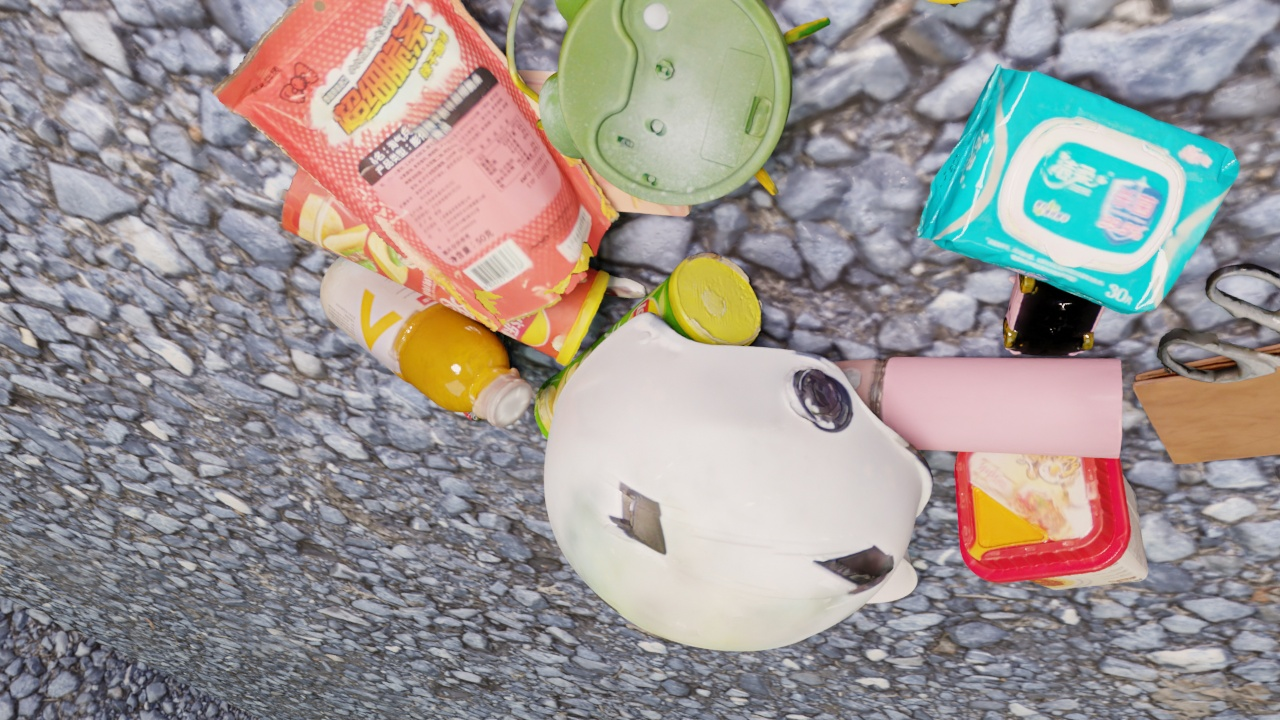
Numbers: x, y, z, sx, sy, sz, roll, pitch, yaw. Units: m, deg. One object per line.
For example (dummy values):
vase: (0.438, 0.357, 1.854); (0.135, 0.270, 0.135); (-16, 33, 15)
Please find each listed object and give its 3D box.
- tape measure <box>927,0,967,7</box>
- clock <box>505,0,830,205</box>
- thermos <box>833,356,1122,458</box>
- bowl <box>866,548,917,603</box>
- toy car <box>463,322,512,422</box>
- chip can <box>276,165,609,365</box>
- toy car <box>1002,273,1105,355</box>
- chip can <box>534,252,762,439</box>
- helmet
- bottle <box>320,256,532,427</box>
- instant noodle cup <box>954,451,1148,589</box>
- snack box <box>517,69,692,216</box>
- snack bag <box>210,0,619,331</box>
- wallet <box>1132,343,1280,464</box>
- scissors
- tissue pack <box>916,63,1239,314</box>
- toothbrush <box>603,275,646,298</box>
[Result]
tape measure: (0.141, -0.188, 0.410); (0.057, 0.028, 0.060); (-14, 133, 36)
clock: (0.005, -0.148, 0.469); (0.161, 0.056, 0.116); (19, 121, 7)
thermos: (0.216, 0.038, 0.625); (0.199, 0.087, 0.067); (0, 145, 22)
bowl: (0.187, 0.161, 0.816); (0.118, 0.064, 0.118); (11, 143, 9)
toy car: (-0.131, -0.001, 0.747); (0.045, 0.052, 0.121); (33, 143, 23)
chip can: (-0.131, -0.073, 0.625); (0.216, 0.073, 0.073); (26, 143, -4)
toy car: (0.252, -0.040, 0.555); (0.056, 0.037, 0.122); (4, 154, 15)
chip can: (-0.004, 0.004, 0.684); (0.072, 0.072, 0.222); (31, 141, -18)
helmet: (0.051, 0.105, 0.596); (0.258, 0.145, 0.230); (25, 142, -1)
bottle: (-0.155, -0.016, 0.663); (0.189, 0.067, 0.068); (34, 152, 28)
instant noodle cup: (0.309, 0.114, 0.676); (0.117, 0.116, 0.124); (-20, 141, 40)
snack box: (-0.047, -0.133, 0.560); (0.157, 0.026, 0.085); (7, 142, 13)
snack bag: (-0.110, -0.116, 0.511); (0.128, 0.073, 0.208); (-43, 122, 2)
wallet: (0.399, 0.031, 0.601); (0.116, 0.020, 0.101); (-14, 133, 38)
scissors: (0.397, -0.001, 0.531); (0.165, 0.014, 0.163); (-11, 121, 40)
tissue pack: (0.216, -0.085, 0.465); (0.133, 0.050, 0.093); (19, 105, -2)
toothbrush: (-0.088, -0.064, 0.673); (0.188, 0.017, 0.016); (11, 141, 8)
